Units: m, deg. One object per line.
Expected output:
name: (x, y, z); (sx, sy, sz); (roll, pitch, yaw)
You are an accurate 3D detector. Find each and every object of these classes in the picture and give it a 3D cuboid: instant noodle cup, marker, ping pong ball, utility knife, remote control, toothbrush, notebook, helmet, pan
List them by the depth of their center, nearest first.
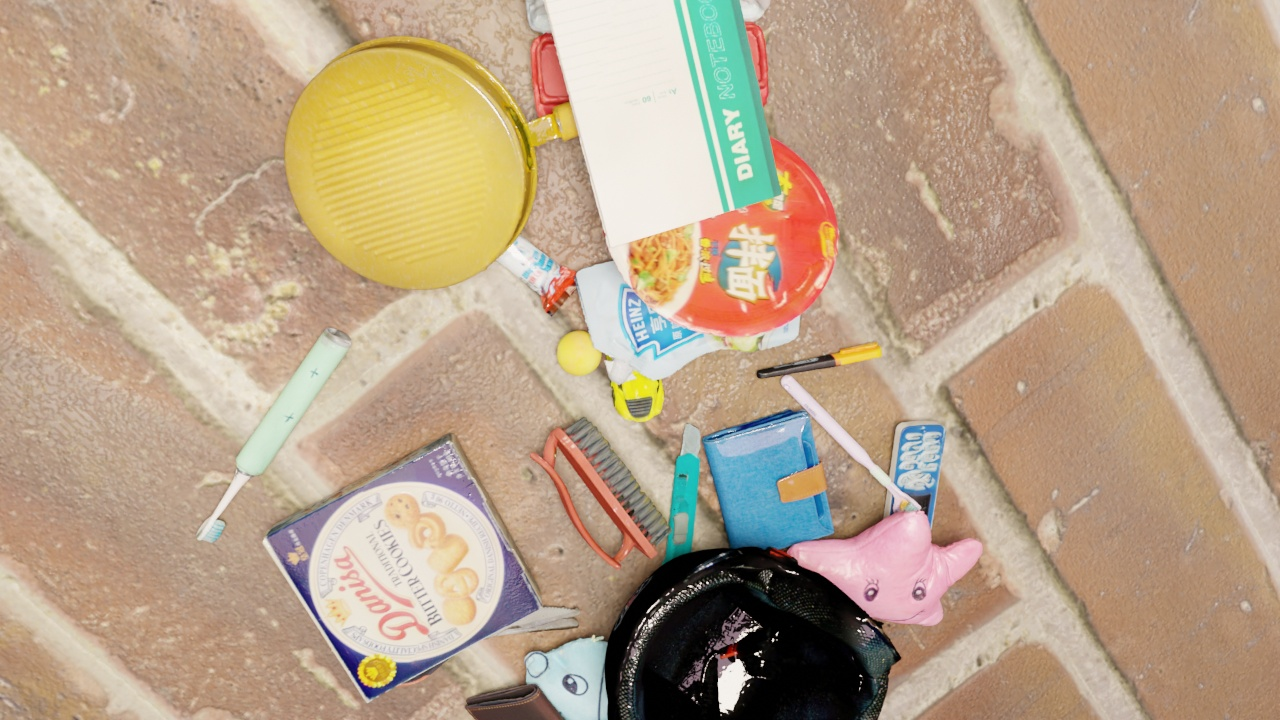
notebook: (0.019, -0.207, 0.701); (0.150, 0.012, 0.209); (-19, 107, -11)
pan: (-0.104, -0.175, 0.726); (0.358, 0.078, 0.198); (-13, 115, 11)
instant noodle cup: (0.064, -0.102, 0.773); (0.193, 0.066, 0.193); (2, 73, -8)
toothbrush: (-0.321, 0.067, 0.792); (0.027, 0.026, 0.224); (32, 97, -39)
ping pong ball: (-0.055, -0.006, 0.815); (0.040, 0.040, 0.040); (-3, 104, -10)
helmet: (0.081, 0.281, 0.817); (0.274, 0.230, 0.233); (42, 80, -18)
marker: (0.170, 0.001, 0.871); (0.124, 0.018, 0.015); (-11, 106, -7)
toothbrush: (0.200, 0.083, 0.886); (0.189, 0.021, 0.029); (45, 132, -8)
utility knife: (0.040, 0.147, 0.887); (0.029, 0.013, 0.180); (2, 104, -13)
remote control: (0.272, 0.119, 0.917); (0.049, 0.024, 0.125); (-1, 108, -10)

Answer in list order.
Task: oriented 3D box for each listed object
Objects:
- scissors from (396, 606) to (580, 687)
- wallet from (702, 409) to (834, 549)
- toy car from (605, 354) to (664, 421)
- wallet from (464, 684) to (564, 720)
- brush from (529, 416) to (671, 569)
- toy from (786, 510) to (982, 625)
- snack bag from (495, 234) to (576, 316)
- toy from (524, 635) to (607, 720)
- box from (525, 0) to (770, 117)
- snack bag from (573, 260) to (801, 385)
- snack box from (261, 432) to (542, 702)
scissors: (-0.168, 0.270, 0.880); (0.207, 0.015, 0.192); (34, 95, -16)
wallet: (0.125, 0.121, 0.885); (0.106, 0.040, 0.133); (-16, 108, -2)
toy car: (-0.005, 0.005, 0.833); (0.048, 0.032, 0.105); (-9, 104, -8)
wallet: (-0.104, 0.369, 0.893); (0.097, 0.020, 0.122); (-21, 111, 30)
brush: (-0.039, 0.122, 0.840); (0.069, 0.063, 0.146); (-38, 107, -13)
toy: (0.233, 0.203, 0.895); (0.194, 0.074, 0.179); (4, 128, -8)
snack bag: (-0.101, -0.087, 0.794); (0.104, 0.026, 0.048); (43, 85, -17)
toy: (-0.045, 0.332, 0.900); (0.161, 0.049, 0.156); (16, 108, -13)
box: (0.009, -0.266, 0.747); (0.201, 0.073, 0.155); (-6, 127, -8)
snack bag: (0.044, -0.048, 0.812); (0.191, 0.039, 0.110); (-15, 99, -13)
snack box: (-0.208, 0.185, 0.824); (0.182, 0.046, 0.178); (-28, 104, -7)
